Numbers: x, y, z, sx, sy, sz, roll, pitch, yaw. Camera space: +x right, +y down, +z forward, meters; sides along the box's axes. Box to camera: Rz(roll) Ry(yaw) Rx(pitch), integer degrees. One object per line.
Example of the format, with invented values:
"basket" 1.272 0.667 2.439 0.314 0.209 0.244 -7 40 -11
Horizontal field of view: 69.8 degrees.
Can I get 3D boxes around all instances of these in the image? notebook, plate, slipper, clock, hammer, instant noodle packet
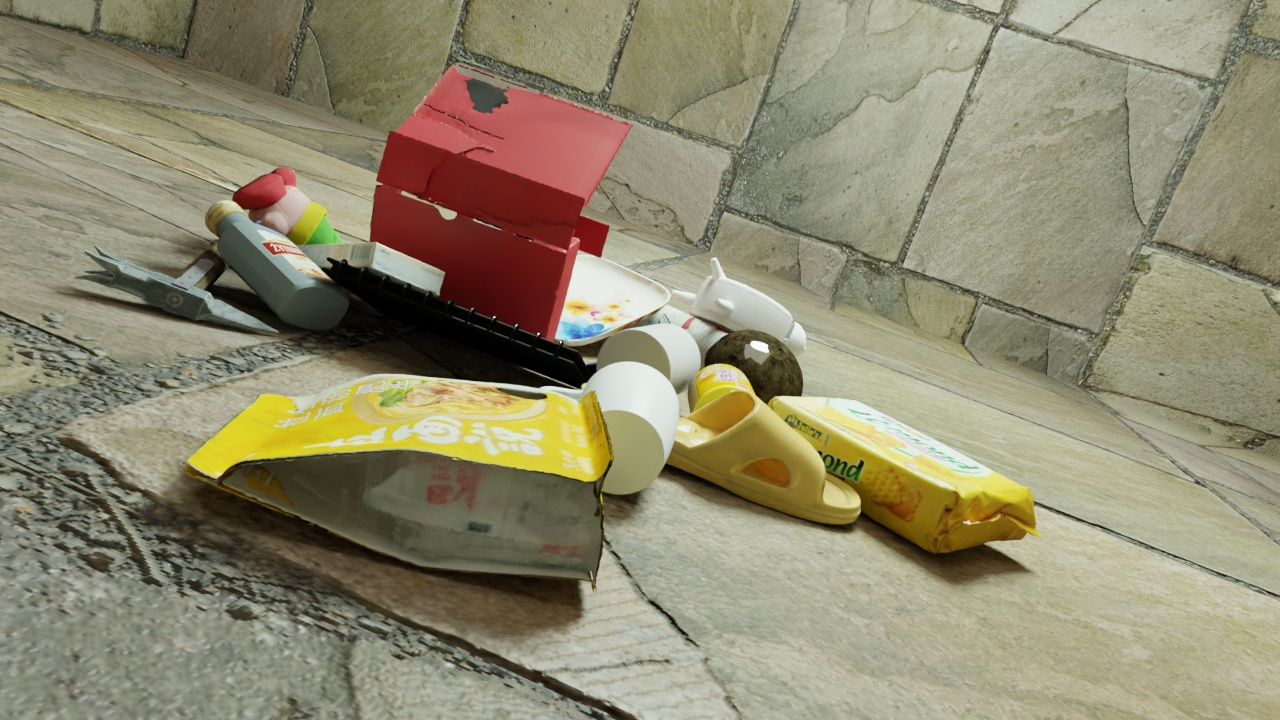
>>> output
"notebook" -0.158 -0.029 0.839 0.231 0.019 0.169 21 -9 6
"plate" -0.076 -0.074 1.130 0.186 0.016 0.187 -27 41 -36
"slipper" 0.074 0.062 0.795 0.263 0.078 0.099 20 9 -6
"clock" 0.133 -0.062 1.174 0.161 0.073 0.125 30 -5 -31
"hammer" -0.396 -0.092 0.865 0.147 0.028 0.316 23 11 -19
"instant noodle packet" -0.133 0.055 0.548 0.221 0.084 0.163 10 12 -10

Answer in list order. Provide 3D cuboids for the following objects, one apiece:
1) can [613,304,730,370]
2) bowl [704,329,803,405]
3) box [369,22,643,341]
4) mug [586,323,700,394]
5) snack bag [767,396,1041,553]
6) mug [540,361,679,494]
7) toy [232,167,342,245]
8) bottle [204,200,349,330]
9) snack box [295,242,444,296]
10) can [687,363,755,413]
"can" 0.046 -0.028 1.152 0.170 0.067 0.067 26 14 24
"bowl" 0.139 0.008 1.043 0.121 0.056 0.121 20 41 -19
"box" -0.148 -0.173 0.928 0.211 0.315 0.124 20 4 8
"mug" -0.006 0.006 0.944 0.112 0.078 0.096 -6 3 22
"snack bag" 0.240 0.106 0.874 0.159 0.068 0.247 8 17 -45
"mug" -0.028 0.048 0.700 0.114 0.081 0.087 17 19 -1
"toy" -0.353 -0.138 0.959 0.097 0.131 0.124 -26 19 2
"bottle" -0.334 -0.090 0.822 0.161 0.046 0.072 39 7 25
"snack box" -0.267 -0.086 0.880 0.150 0.026 0.082 5 -12 39
"can" 0.081 0.046 0.896 0.067 0.068 0.105 18 13 -4
